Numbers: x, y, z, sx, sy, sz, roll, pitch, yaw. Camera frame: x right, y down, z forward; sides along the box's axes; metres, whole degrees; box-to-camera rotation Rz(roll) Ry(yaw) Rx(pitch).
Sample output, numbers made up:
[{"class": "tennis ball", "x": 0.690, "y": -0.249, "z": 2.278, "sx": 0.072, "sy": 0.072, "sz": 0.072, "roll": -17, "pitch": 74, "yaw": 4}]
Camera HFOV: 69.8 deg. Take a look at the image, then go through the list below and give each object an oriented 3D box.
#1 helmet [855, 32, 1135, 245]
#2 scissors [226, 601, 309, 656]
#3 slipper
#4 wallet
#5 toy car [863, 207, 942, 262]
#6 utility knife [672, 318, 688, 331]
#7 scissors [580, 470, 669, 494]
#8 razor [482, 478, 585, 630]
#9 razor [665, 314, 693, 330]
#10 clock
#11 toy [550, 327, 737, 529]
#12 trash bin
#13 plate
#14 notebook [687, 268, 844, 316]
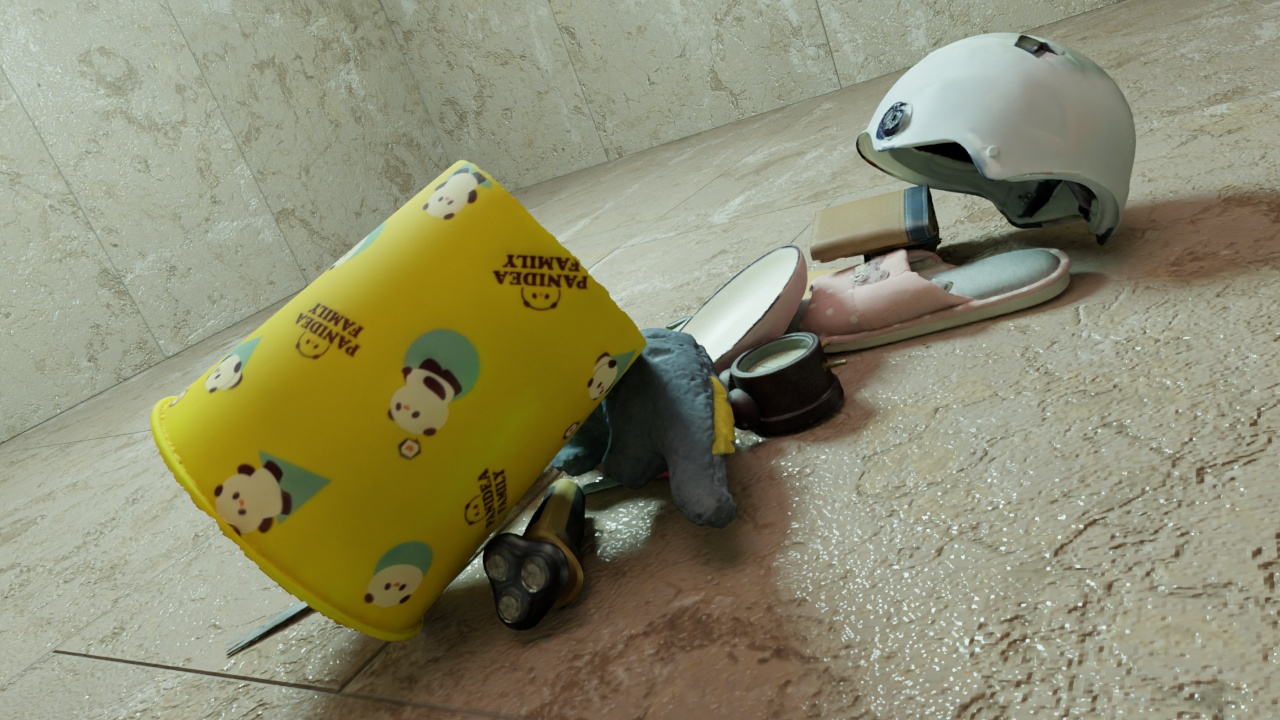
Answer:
[{"class": "helmet", "x": 0.338, "y": -0.222, "z": 0.859, "sx": 0.228, "sy": 0.146, "sz": 0.259, "roll": 18, "pitch": 10, "yaw": -27}, {"class": "scissors", "x": -0.253, "y": 0.184, "z": 0.753, "sx": 0.173, "sy": 0.014, "sz": 0.142, "roll": -18, "pitch": 21, "yaw": 16}, {"class": "slipper", "x": 0.239, "y": -0.065, "z": 0.831, "sx": 0.275, "sy": 0.054, "sz": 0.113, "roll": -11, "pitch": 25, "yaw": 25}, {"class": "wallet", "x": 0.224, "y": -0.131, "z": 0.886, "sx": 0.115, "sy": 0.033, "sz": 0.090, "roll": -10, "pitch": 34, "yaw": 22}, {"class": "toy car", "x": 0.272, "y": -0.121, "z": 0.950, "sx": 0.042, "sy": 0.070, "sz": 0.157, "roll": -3, "pitch": 27, "yaw": 41}, {"class": "utility knife", "x": -0.006, "y": 0.005, "z": 0.936, "sx": 0.202, "sy": 0.018, "sz": 0.034, "roll": -39, "pitch": 23, "yaw": -23}, {"class": "scissors", "x": 0.007, "y": 0.086, "z": 0.734, "sx": 0.136, "sy": 0.017, "sz": 0.064, "roll": -17, "pitch": 27, "yaw": 26}, {"class": "razor", "x": -0.066, "y": 0.123, "z": 0.641, "sx": 0.062, "sy": 0.067, "sz": 0.167, "roll": -56, "pitch": 5, "yaw": 13}, {"class": "razor", "x": 0.053, "y": -0.038, "z": 1.005, "sx": 0.143, "sy": 0.022, "sz": 0.042, "roll": -24, "pitch": 18, "yaw": 22}, {"class": "clock", "x": 0.105, "y": 0.022, "z": 0.740, "sx": 0.122, "sy": 0.055, "sz": 0.082, "roll": -22, "pitch": 18, "yaw": 5}, {"class": "toy", "x": -0.004, "y": 0.040, "z": 0.727, "sx": 0.357, "sy": 0.091, "sz": 0.137, "roll": 5, "pitch": 69, "yaw": 65}, {"class": "trash bin", "x": -0.148, "y": 0.017, "z": 0.632, "sx": 0.255, "sy": 0.229, "sz": 0.230, "roll": -46, "pitch": 21, "yaw": -5}, {"class": "plate", "x": 0.088, "y": -0.027, "z": 0.861, "sx": 0.193, "sy": 0.039, "sz": 0.192, "roll": -43, "pitch": 13, "yaw": 12}, {"class": "notebook", "x": 0.157, "y": -0.069, "z": 1.023, "sx": 0.149, "sy": 0.012, "sz": 0.212, "roll": -34, "pitch": 22, "yaw": -35}]
